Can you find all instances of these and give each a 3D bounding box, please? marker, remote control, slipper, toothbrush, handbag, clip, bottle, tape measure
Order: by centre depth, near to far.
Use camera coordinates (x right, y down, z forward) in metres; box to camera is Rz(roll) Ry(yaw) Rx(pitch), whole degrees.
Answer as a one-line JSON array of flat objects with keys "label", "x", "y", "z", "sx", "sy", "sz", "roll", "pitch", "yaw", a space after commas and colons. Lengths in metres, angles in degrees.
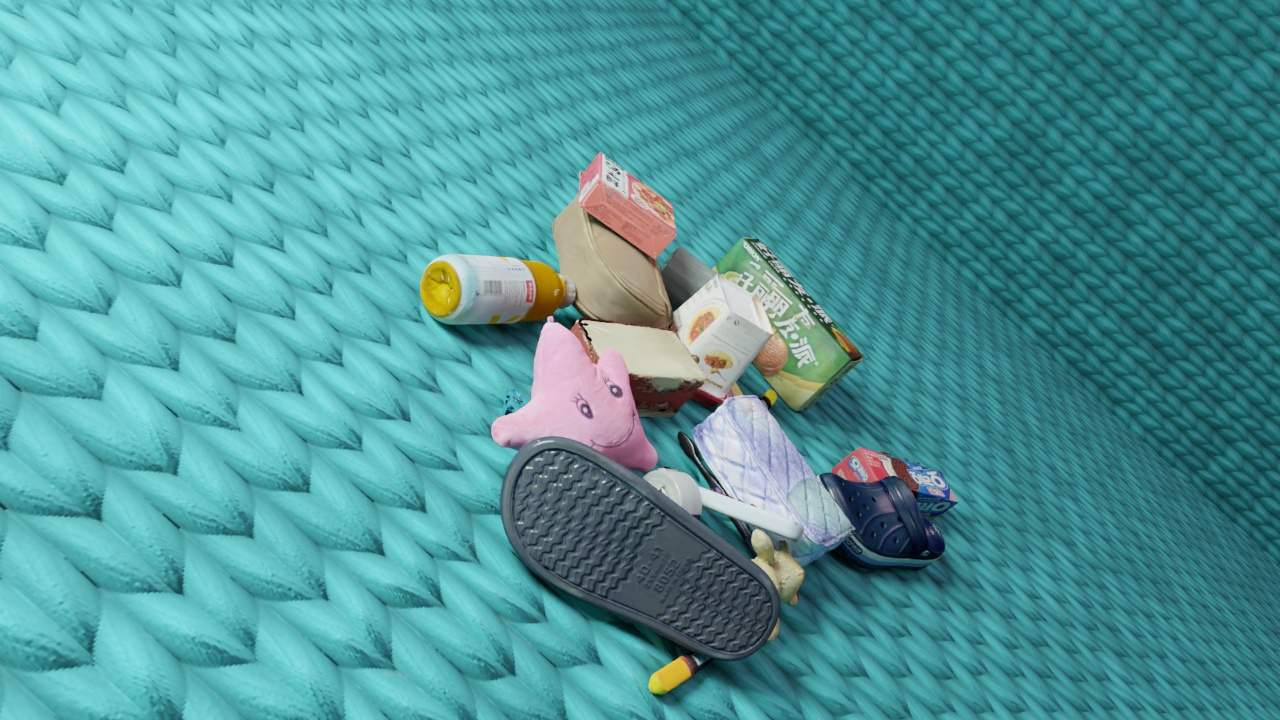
[{"label": "marker", "x": 0.043, "y": 0.253, "z": 0.767, "sx": 0.018, "sy": 0.015, "sz": 0.123, "roll": 53, "pitch": 26, "yaw": 19}, {"label": "slipper", "x": -0.005, "y": 0.158, "z": 0.769, "sx": 0.268, "sy": 0.110, "sz": 0.083, "roll": 35, "pitch": -3, "yaw": -15}, {"label": "clip", "x": -0.117, "y": 0.045, "z": 0.849, "sx": 0.013, "sy": 0.038, "sz": 0.055, "roll": 32, "pitch": 22, "yaw": -25}, {"label": "tape measure", "x": 0.024, "y": 0.134, "z": 0.856, "sx": 0.033, "sy": 0.066, "sz": 0.065, "roll": 10, "pitch": 41, "yaw": -45}, {"label": "remote control", "x": 0.095, "y": 0.146, "z": 0.903, "sx": 0.136, "sy": 0.020, "sz": 0.056, "roll": 19, "pitch": -7, "yaw": 17}, {"label": "bottle", "x": -0.138, "y": -0.072, "z": 0.941, "sx": 0.068, "sy": 0.068, "sz": 0.189, "roll": 53, "pitch": 28, "yaw": 20}, {"label": "toothbrush", "x": 0.091, "y": 0.151, "z": 0.983, "sx": 0.189, "sy": 0.014, "sz": 0.016, "roll": 56, "pitch": 17, "yaw": 26}, {"label": "handbag", "x": 0.142, "y": 0.131, "z": 1.003, "sx": 0.194, "sy": 0.076, "sz": 0.134, "roll": 57, "pitch": 26, "yaw": 18}, {"label": "handbag", "x": -0.039, "y": -0.108, "z": 1.105, "sx": 0.147, "sy": 0.100, "sz": 0.204, "roll": 34, "pitch": 27, "yaw": -32}, {"label": "slipper", "x": 0.304, "y": 0.194, "z": 1.118, "sx": 0.252, "sy": 0.095, "sz": 0.105, "roll": 24, "pitch": 29, "yaw": -39}, {"label": "marker", "x": 0.159, "y": 0.059, "z": 1.193, "sx": 0.018, "sy": 0.015, "sz": 0.124, "roll": 51, "pitch": 21, "yaw": 2}]

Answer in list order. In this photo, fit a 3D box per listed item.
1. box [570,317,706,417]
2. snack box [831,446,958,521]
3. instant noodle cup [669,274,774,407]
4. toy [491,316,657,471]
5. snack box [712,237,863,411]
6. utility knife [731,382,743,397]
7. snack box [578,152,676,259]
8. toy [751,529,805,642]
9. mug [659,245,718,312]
[{"label": "box", "x": -0.006, "y": 0.006, "z": 0.992, "sx": 0.168, "sy": 0.079, "sz": 0.091, "roll": 5, "pitch": 44, "yaw": -50}, {"label": "snack box", "x": 0.349, "y": 0.171, "z": 1.250, "sx": 0.207, "sy": 0.057, "sz": 0.058, "roll": 18, "pitch": 38, "yaw": -40}, {"label": "instant noodle cup", "x": 0.087, "y": -0.027, "z": 1.116, "sx": 0.116, "sy": 0.124, "sz": 0.116, "roll": 26, "pitch": 31, "yaw": -28}, {"label": "toy", "x": -0.061, "y": 0.048, "z": 0.829, "sx": 0.194, "sy": 0.075, "sz": 0.178, "roll": -26, "pitch": 97, "yaw": -53}, {"label": "snack box", "x": 0.193, "y": -0.053, "z": 1.307, "sx": 0.240, "sy": 0.115, "sz": 0.063, "roll": 52, "pitch": 28, "yaw": 17}, {"label": "utility knife", "x": 0.131, "y": 0.059, "z": 1.169, "sx": 0.030, "sy": 0.018, "sz": 0.151, "roll": 5, "pitch": 42, "yaw": -45}, {"label": "snack box", "x": -0.016, "y": -0.190, "z": 1.097, "sx": 0.113, "sy": 0.044, "sz": 0.127, "roll": 33, "pitch": 23, "yaw": -19}, {"label": "toy", "x": 0.098, "y": 0.212, "z": 0.858, "sx": 0.157, "sy": 0.066, "sz": 0.105, "roll": -1, "pitch": 81, "yaw": -48}, {"label": "mug", "x": 0.066, "y": -0.094, "z": 1.254, "sx": 0.103, "sy": 0.083, "sz": 0.124, "roll": 37, "pitch": 0, "yaw": -7}]
